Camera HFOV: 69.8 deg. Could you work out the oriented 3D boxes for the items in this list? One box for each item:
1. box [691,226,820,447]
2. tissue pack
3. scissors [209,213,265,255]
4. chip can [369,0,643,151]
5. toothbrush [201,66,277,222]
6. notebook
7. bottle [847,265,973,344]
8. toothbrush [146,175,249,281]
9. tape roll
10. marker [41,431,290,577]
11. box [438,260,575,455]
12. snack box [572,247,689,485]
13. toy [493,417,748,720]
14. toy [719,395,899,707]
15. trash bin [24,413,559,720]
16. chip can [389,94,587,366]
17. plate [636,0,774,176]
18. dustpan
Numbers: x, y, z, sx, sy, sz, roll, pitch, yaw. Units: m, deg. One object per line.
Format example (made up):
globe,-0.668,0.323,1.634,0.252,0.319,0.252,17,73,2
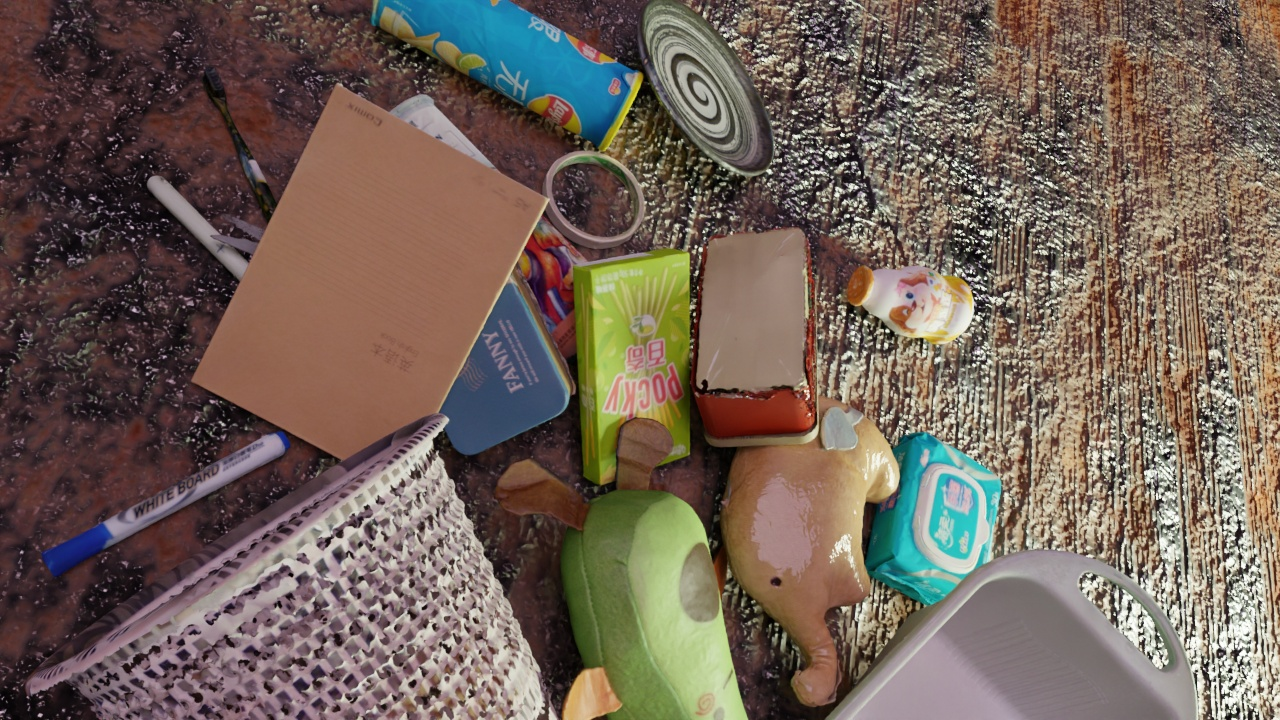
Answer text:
box,0.089,-0.026,0.686,0.091,0.080,0.168,-4,48,14
tissue pack,0.237,0.135,0.740,0.093,0.050,0.133,27,61,-13
scissors,-0.202,-0.063,0.643,0.146,0.014,0.172,-36,91,-32
chip can,-0.105,-0.250,0.739,0.210,0.071,0.071,26,61,-12
toothbrush,-0.270,-0.128,0.647,0.012,0.017,0.185,-22,79,-32
notebook,-0.171,-0.045,0.581,0.149,0.012,0.211,28,95,-1
bottle,0.238,-0.054,0.812,0.108,0.063,0.063,13,64,-18
toothbrush,-0.262,-0.058,0.622,0.189,0.029,0.020,43,99,0
tape roll,-0.038,-0.132,0.753,0.085,0.014,0.085,9,66,-20
marker,-0.282,0.083,0.555,0.145,0.017,0.017,-31,84,-31
box,-0.112,-0.024,0.614,0.090,0.061,0.184,-28,91,6
snack box,-0.004,0.004,0.649,0.085,0.026,0.156,-13,111,-34
toy,0.007,0.162,0.592,0.226,0.090,0.246,-21,92,-54
toy,0.118,0.130,0.673,0.143,0.083,0.225,26,63,-10
trash bin,-0.150,0.165,0.479,0.226,0.228,0.192,-36,98,-31
chip can,-0.105,-0.093,0.675,0.214,0.071,0.071,46,59,-1
plate,0.054,-0.236,0.807,0.179,0.024,0.179,30,46,-37
dustpan,0.254,0.261,0.617,0.222,0.143,0.256,45,51,1
